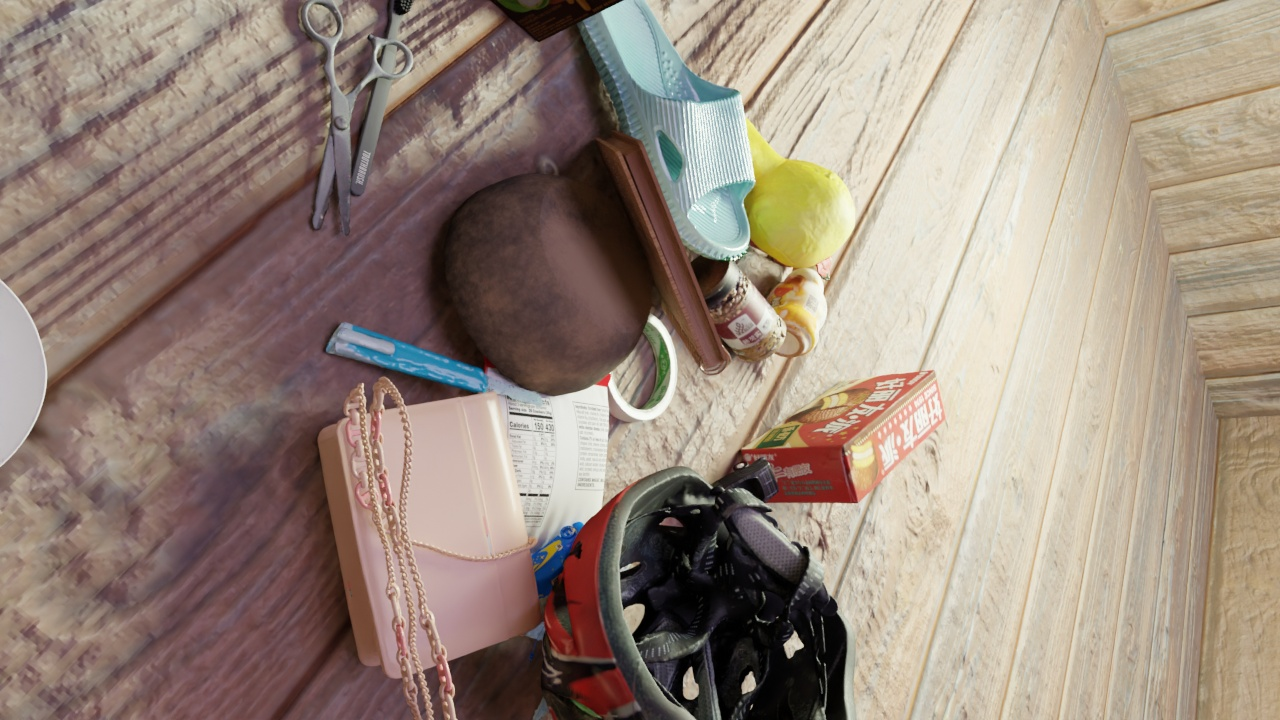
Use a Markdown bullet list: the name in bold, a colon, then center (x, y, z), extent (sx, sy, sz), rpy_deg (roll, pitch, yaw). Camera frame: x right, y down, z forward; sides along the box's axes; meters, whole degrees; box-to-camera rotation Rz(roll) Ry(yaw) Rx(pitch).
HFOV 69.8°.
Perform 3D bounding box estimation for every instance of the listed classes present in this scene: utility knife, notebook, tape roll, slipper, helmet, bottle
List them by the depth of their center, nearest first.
- **utility knife**: center (-0.128, 0.008, 0.596), extent (0.148, 0.015, 0.022), rpy_deg (21, 63, -27)
- **helmet**: center (0.034, 0.190, 0.599), extent (0.217, 0.167, 0.271), rpy_deg (45, 20, 3)
- **notebook**: center (0.013, -0.089, 0.699), extent (0.210, 0.022, 0.169), rpy_deg (-113, 180, -73)
- **tape roll**: center (-0.005, 0.004, 0.770), extent (0.093, 0.018, 0.093), rpy_deg (10, 77, -48)
- **slipper**: center (0.030, -0.213, 0.781), extent (0.115, 0.070, 0.276), rpy_deg (-31, 97, -45)
- **bottle**: center (0.087, -0.049, 0.855), extent (0.105, 0.056, 0.056), rpy_deg (44, 53, -36)
- **bottle**: center (0.160, -0.056, 0.938), extent (0.063, 0.063, 0.108), rpy_deg (51, 46, -31)

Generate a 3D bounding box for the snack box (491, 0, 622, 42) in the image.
- **snack box**: center (-0.099, -0.311, 0.647), extent (0.186, 0.101, 0.031), rpy_deg (32, 61, -42)

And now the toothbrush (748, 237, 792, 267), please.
- **toothbrush**: center (0.105, -0.126, 0.923), extent (0.184, 0.015, 0.015), rpy_deg (16, 69, -46)

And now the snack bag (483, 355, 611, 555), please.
- **snack bag**: center (-0.069, 0.073, 0.664), extent (0.130, 0.039, 0.144), rpy_deg (11, 82, -50)

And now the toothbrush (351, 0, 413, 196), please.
- **toothbrush**: center (-0.172, -0.186, 0.612), extent (0.012, 0.013, 0.167), rpy_deg (24, 68, -45)

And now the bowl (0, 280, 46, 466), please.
- **bowl**: center (-0.318, 0.007, 0.378), extent (0.114, 0.051, 0.114), rpy_deg (11, 76, -48)

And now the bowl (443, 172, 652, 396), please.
- **bowl**: center (-0.055, -0.061, 0.654), extent (0.162, 0.070, 0.162), rpy_deg (30, 48, -41)

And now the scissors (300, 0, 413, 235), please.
- **scissors**: center (-0.198, -0.164, 0.577), extent (0.120, 0.014, 0.159), rpy_deg (38, 65, -24)

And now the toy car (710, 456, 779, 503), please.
- **toy car**: center (0.081, 0.123, 0.813), extent (0.092, 0.037, 0.040), rpy_deg (-28, 109, -14)

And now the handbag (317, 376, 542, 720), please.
- **handbag**: center (-0.092, 0.105, 0.516), extent (0.116, 0.188, 0.198), rpy_deg (-10, 87, -32)

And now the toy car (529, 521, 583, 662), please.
- **toy car**: center (-0.057, 0.160, 0.638), extent (0.091, 0.062, 0.033), rpy_deg (-34, 137, -25)

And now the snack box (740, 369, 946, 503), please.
- **snack box**: center (0.214, 0.075, 0.938), extent (0.235, 0.113, 0.060), rpy_deg (-26, 104, -48)

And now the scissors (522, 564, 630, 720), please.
- **scissors**: center (-0.030, 0.196, 0.703), extent (0.170, 0.013, 0.174), rpy_deg (26, 73, -44)

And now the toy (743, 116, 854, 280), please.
- **toy**: center (0.134, -0.169, 0.902), extent (0.207, 0.092, 0.133), rpy_deg (39, 38, -9)
